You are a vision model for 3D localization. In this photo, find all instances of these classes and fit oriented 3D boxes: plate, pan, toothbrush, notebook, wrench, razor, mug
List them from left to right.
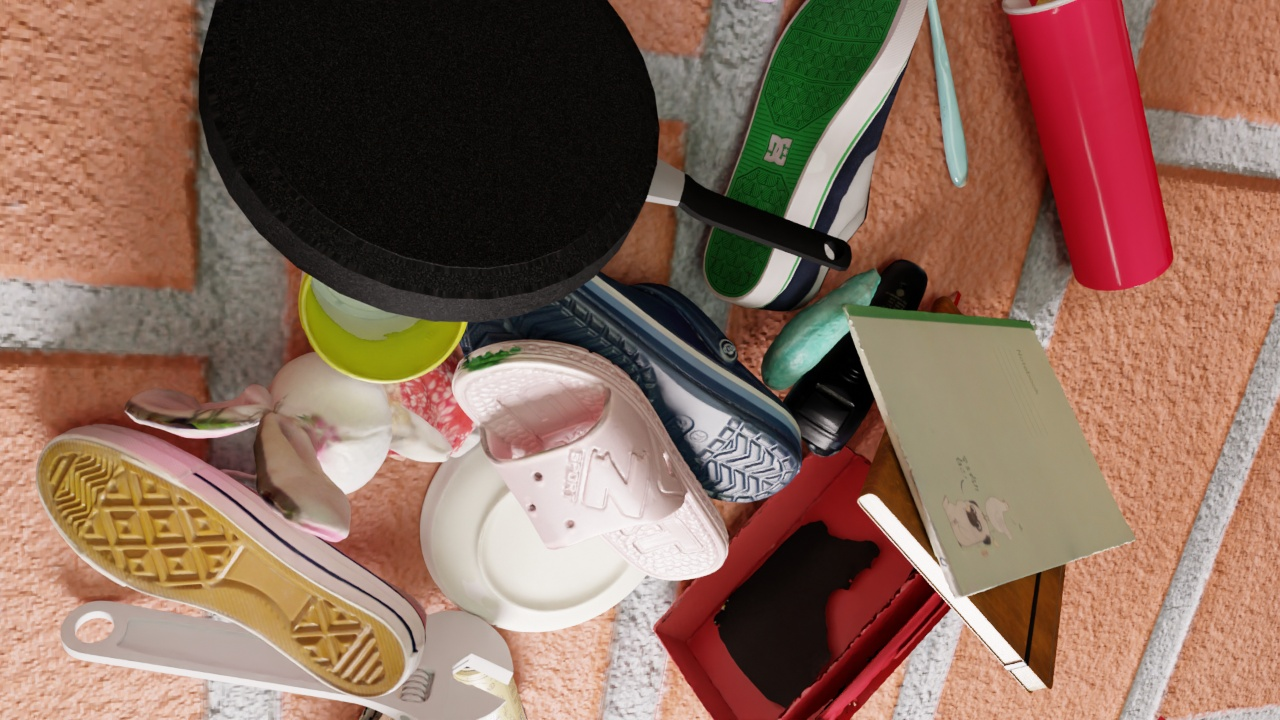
[{"bbox_3d":[-0.217,0.184,0.588,0.273,0.086,0.018,15,131,-11],"label":"wrench"},{"bbox_3d":[-0.142,-0.044,0.501,0.082,0.106,0.083,-7,112,-17],"label":"mug"},{"bbox_3d":[-0.058,0.117,0.634,0.182,0.034,0.182,-7,113,-17],"label":"plate"},{"bbox_3d":[-0.035,-0.112,0.475,0.356,0.034,0.225,17,68,-17],"label":"pan"},{"bbox_3d":[0.154,-0.004,0.657,0.054,0.067,0.151,32,84,5],"label":"razor"},{"bbox_3d":[0.202,-0.199,0.611,0.016,0.016,0.181,-24,117,-9],"label":"toothbrush"},{"bbox_3d":[0.234,0.075,0.610,0.178,0.248,0.014,48,131,-8],"label":"notebook"},{"bbox_3d":[0.238,0.049,0.609,0.252,0.181,0.010,1,154,-42],"label":"notebook"}]

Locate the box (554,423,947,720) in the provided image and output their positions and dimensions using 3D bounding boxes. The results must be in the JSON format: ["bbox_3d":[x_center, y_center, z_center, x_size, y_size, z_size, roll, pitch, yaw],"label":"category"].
[{"bbox_3d":[0.069,0.139,0.563,0.214,0.153,0.325,-49,148,6],"label":"box"}]

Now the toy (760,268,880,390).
[{"bbox_3d":[0.113,-0.016,0.608,0.033,0.084,0.105,47,130,10],"label":"toy"}]

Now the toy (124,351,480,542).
[{"bbox_3d":[-0.163,0.036,0.514,0.193,0.159,0.084,-8,117,-60],"label":"toy"}]

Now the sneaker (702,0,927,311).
[{"bbox_3d":[0.122,-0.140,0.576,0.079,0.084,0.235,11,110,-40],"label":"sneaker"}]

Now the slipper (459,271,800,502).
[{"bbox_3d":[-0.003,0.003,0.579,0.252,0.095,0.105,34,131,-22],"label":"slipper"}]

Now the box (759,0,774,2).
[{"bbox_3d":[0.130,-0.301,0.511,0.214,0.077,0.096,-34,148,-4],"label":"box"}]

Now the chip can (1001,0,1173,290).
[{"bbox_3d":[0.314,-0.156,0.637,0.069,0.069,0.221,-32,118,-5],"label":"chip can"}]

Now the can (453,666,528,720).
[{"bbox_3d":[-0.109,0.240,0.662,0.038,0.038,0.079,-19,115,-12],"label":"can"}]

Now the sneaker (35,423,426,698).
[{"bbox_3d":[-0.228,0.105,0.544,0.241,0.087,0.118,33,110,-5],"label":"sneaker"}]

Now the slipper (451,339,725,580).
[{"bbox_3d":[-0.019,0.079,0.548,0.094,0.064,0.239,-20,131,23],"label":"slipper"}]

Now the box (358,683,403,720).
[{"bbox_3d":[-0.154,0.319,0.591,0.069,0.191,0.144,22,109,-26],"label":"box"}]
